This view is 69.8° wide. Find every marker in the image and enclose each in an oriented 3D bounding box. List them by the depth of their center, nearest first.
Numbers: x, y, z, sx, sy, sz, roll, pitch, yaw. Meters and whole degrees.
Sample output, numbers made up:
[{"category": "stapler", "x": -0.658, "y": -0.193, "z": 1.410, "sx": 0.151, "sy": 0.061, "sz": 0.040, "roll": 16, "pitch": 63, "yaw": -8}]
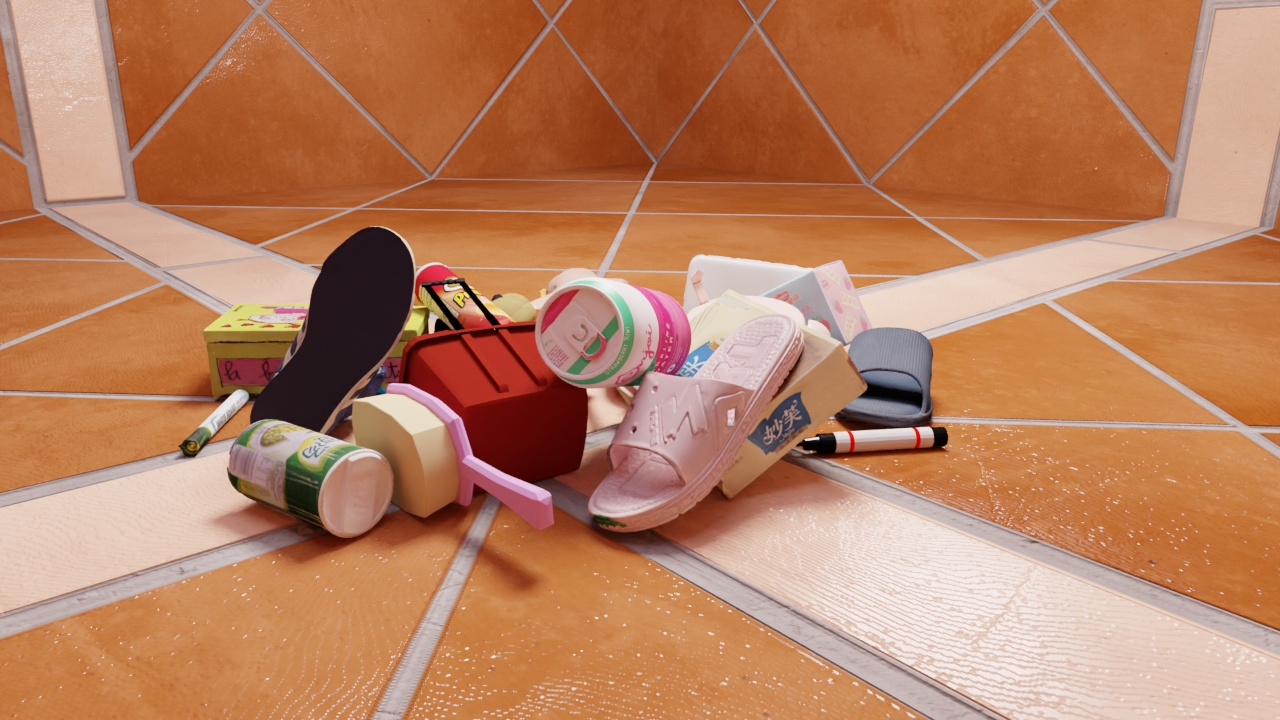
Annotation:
[{"category": "marker", "x": 0.211, "y": 0.074, "z": 0.846, "sx": 0.145, "sy": 0.019, "sz": 0.019, "roll": -2, "pitch": 18, "yaw": -9}, {"category": "marker", "x": -0.411, "y": 0.057, "z": 0.891, "sx": 0.017, "sy": 0.017, "sz": 0.146, "roll": -1, "pitch": 18, "yaw": -5}]

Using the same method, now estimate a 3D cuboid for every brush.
[{"category": "brush", "x": -0.149, "y": 0.082, "z": 0.698, "sx": 0.043, "sy": 0.089, "sz": 0.229, "roll": -20, "pitch": 26, "yaw": -37}]

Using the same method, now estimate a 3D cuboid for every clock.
[{"category": "clock", "x": 0.115, "y": -0.032, "z": 0.996, "sx": 0.130, "sy": 0.086, "sz": 0.160, "roll": -25, "pitch": 42, "yaw": -35}]

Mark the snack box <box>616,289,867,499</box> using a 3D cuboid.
[{"category": "snack box", "x": 0.080, "y": 0.021, "z": 0.831, "sx": 0.153, "sy": 0.055, "sz": 0.207, "roll": -38, "pitch": 27, "yaw": -7}]

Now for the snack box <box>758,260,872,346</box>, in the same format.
[{"category": "snack box", "x": 0.201, "y": -0.052, "z": 1.071, "sx": 0.093, "sy": 0.094, "sz": 0.079, "roll": -27, "pitch": -3, "yaw": 40}]

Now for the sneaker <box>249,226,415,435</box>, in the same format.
[{"category": "sneaker", "x": -0.262, "y": -0.021, "z": 0.856, "sx": 0.091, "sy": 0.233, "sz": 0.118, "roll": 33, "pitch": 12, "yaw": 1}]

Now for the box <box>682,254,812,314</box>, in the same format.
[{"category": "box", "x": 0.158, "y": -0.086, "z": 1.216, "sx": 0.211, "sy": 0.106, "sz": 0.129, "roll": 13, "pitch": 18, "yaw": 34}]

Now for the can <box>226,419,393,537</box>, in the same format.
[{"category": "can", "x": -0.255, "y": 0.089, "z": 0.708, "sx": 0.121, "sy": 0.067, "sz": 0.067, "roll": 11, "pitch": 21, "yaw": 33}]

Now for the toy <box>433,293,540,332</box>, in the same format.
[{"category": "toy", "x": -0.154, "y": -0.030, "z": 1.071, "sx": 0.176, "sy": 0.096, "sz": 0.112, "roll": -8, "pitch": 15, "yaw": 10}]

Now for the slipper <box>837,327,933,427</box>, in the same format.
[{"category": "slipper", "x": 0.264, "y": -0.001, "z": 0.986, "sx": 0.101, "sy": 0.082, "sz": 0.263, "roll": 4, "pitch": 17, "yaw": 18}]

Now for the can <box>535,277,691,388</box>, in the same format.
[{"category": "can", "x": -0.019, "y": -0.021, "z": 0.777, "sx": 0.088, "sy": 0.088, "sz": 0.165, "roll": 7, "pitch": 2, "yaw": 20}]

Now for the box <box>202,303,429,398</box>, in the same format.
[{"category": "box", "x": -0.347, "y": -0.014, "z": 1.015, "sx": 0.221, "sy": 0.083, "sz": 0.124, "roll": -2, "pitch": 17, "yaw": -3}]

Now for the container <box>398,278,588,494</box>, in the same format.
[{"category": "container", "x": -0.145, "y": 0.021, "z": 0.828, "sx": 0.147, "sy": 0.127, "sz": 0.201, "roll": -9, "pitch": 30, "yaw": -30}]

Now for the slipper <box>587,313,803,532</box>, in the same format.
[{"category": "slipper", "x": 0.043, "y": 0.034, "z": 0.724, "sx": 0.094, "sy": 0.064, "sz": 0.238, "roll": 7, "pitch": 48, "yaw": 51}]

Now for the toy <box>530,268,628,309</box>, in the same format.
[{"category": "toy", "x": -0.135, "y": -0.071, "z": 1.255, "sx": 0.196, "sy": 0.065, "sz": 0.263, "roll": 6, "pitch": 23, "yaw": 43}]

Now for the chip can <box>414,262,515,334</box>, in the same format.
[{"category": "chip can", "x": -0.178, "y": -0.045, "z": 0.983, "sx": 0.051, "sy": 0.052, "sz": 0.215, "roll": -12, "pitch": 31, "yaw": -34}]
